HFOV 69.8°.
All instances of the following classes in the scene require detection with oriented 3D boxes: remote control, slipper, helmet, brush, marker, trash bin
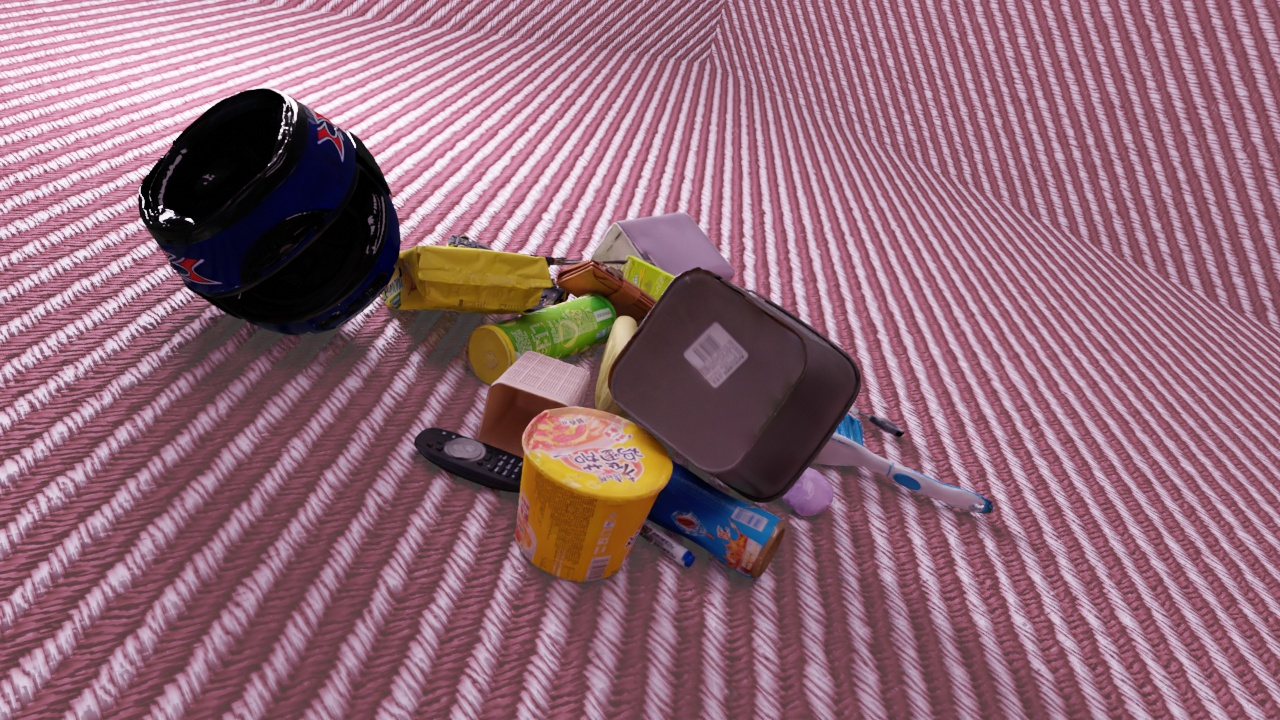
[{"bbox_3d":[-0.160,0.103,0.911,0.136,0.024,0.053,19,28,8],"label":"remote control"},{"bbox_3d":[-0.007,0.007,1.116,0.081,0.092,0.190,15,23,-8],"label":"slipper"},{"bbox_3d":[-0.383,-0.144,1.008,0.315,0.247,0.240,41,-8,49],"label":"helmet"},{"bbox_3d":[0.272,0.113,1.116,0.314,0.061,0.109,15,32,-8],"label":"brush"},{"bbox_3d":[-0.007,0.158,0.902,0.146,0.017,0.016,31,30,26],"label":"marker"},{"bbox_3d":[0.092,0.021,0.922,0.199,0.198,0.219,37,4,20],"label":"trash bin"}]

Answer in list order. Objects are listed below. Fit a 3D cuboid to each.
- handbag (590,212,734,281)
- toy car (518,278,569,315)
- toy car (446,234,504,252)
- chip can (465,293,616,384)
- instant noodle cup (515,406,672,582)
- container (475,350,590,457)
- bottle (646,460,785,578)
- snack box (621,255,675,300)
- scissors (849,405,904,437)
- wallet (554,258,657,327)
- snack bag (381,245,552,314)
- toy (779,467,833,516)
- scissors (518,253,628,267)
[{"bbox_3d":[0.037,-0.148,1.424,0.145,0.099,0.196,45,34,17],"label":"handbag"},{"bbox_3d":[-0.142,-0.085,1.259,0.071,0.041,0.155,15,21,3],"label":"toy car"},{"bbox_3d":[-0.235,-0.150,1.346,0.105,0.032,0.048,21,24,-18],"label":"toy car"},{"bbox_3d":[-0.115,-0.031,1.139,0.072,0.073,0.220,30,30,25],"label":"chip can"},{"bbox_3d":[-0.050,0.124,0.837,0.138,0.110,0.137,13,27,-7],"label":"instant noodle cup"},{"bbox_3d":[-0.108,0.051,0.971,0.090,0.090,0.110,19,24,3],"label":"container"},{"bbox_3d":[0.034,0.138,0.913,0.219,0.065,0.065,26,28,20],"label":"bottle"},{"bbox_3d":[0.033,-0.080,1.301,0.156,0.086,0.026,28,14,22],"label":"snack box"},{"bbox_3d":[0.277,0.061,1.197,0.181,0.014,0.159,27,7,-22],"label":"scissors"},{"bbox_3d":[-0.038,-0.087,1.237,0.131,0.031,0.108,32,-22,-26],"label":"wallet"},{"bbox_3d":[-0.226,-0.093,1.125,0.157,0.068,0.247,3,0,-27],"label":"snack bag"},{"bbox_3d":[0.164,0.134,1.023,0.108,0.039,0.083,35,49,25],"label":"toy"},{"bbox_3d":[-0.132,-0.134,1.258,0.190,0.015,0.221,0,1,39],"label":"scissors"}]
